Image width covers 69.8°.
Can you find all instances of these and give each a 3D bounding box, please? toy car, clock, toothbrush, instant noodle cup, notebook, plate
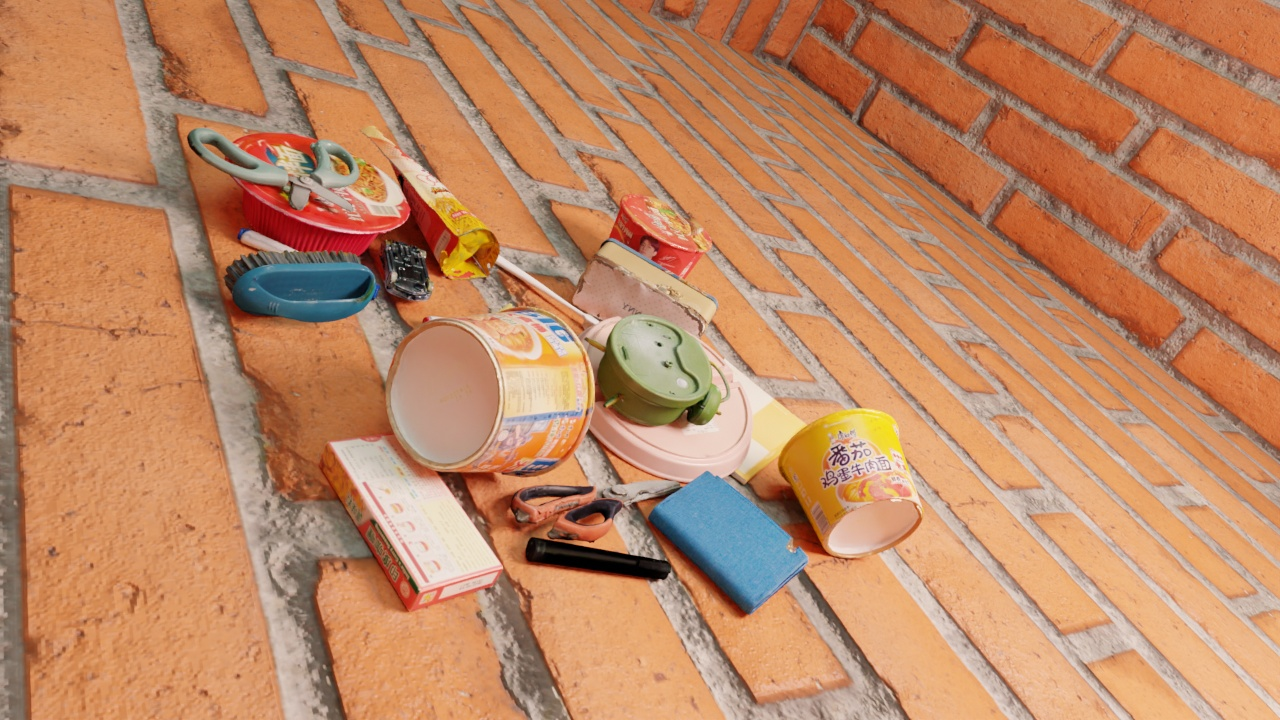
[{"bbox_3d":[-0.255,-0.095,0.992,0.049,0.031,0.105,12,31,-30],"label":"toy car"},{"bbox_3d":[0.026,0.014,0.959,0.161,0.056,0.116,7,47,-28],"label":"clock"},{"bbox_3d":[-0.121,-0.085,1.125,0.180,0.016,0.016,34,26,13],"label":"toothbrush"},{"bbox_3d":[0.228,0.135,0.972,0.138,0.138,0.109,13,40,-29],"label":"instant noodle cup"},{"bbox_3d":[0.110,0.067,1.095,0.146,0.010,0.205,39,29,17],"label":"notebook"},{"bbox_3d":[-0.130,0.027,0.761,0.151,0.151,0.111,42,18,22],"label":"instant noodle cup"},{"bbox_3d":[0.012,-0.145,1.246,0.138,0.109,0.137,23,28,-13],"label":"instant noodle cup"},{"bbox_3d":[-0.350,-0.169,0.988,0.193,0.066,0.193,22,29,-13],"label":"instant noodle cup"},{"bbox_3d":[0.028,0.033,1.008,0.229,0.028,0.229,19,41,-18],"label":"plate"}]

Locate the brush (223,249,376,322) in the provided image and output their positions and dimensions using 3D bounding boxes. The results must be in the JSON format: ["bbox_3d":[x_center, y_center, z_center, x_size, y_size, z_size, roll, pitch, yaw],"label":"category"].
[{"bbox_3d":[-0.311,-0.065,0.864,0.073,0.055,0.143,44,30,26],"label":"brush"}]

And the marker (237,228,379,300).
[{"bbox_3d":[-0.338,-0.099,0.936,0.145,0.017,0.016,24,28,-11],"label":"marker"}]

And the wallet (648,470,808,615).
[{"bbox_3d":[0.085,0.170,0.872,0.133,0.040,0.106,42,38,21],"label":"wallet"}]

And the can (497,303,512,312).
[{"bbox_3d":[-0.127,-0.003,0.936,0.083,0.057,0.101,34,28,2],"label":"can"}]

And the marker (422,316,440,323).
[{"bbox_3d":[-0.167,-0.034,0.992,0.145,0.017,0.017,5,37,-39],"label":"marker"}]

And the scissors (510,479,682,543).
[{"bbox_3d":[-0.019,0.133,0.839,0.209,0.015,0.182,12,15,-17],"label":"scissors"}]

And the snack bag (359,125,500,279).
[{"bbox_3d":[-0.251,-0.187,1.095,0.208,0.073,0.128,50,-3,27],"label":"snack bag"}]

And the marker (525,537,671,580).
[{"bbox_3d":[-0.034,0.169,0.776,0.132,0.022,0.020,16,73,-26],"label":"marker"}]

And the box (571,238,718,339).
[{"bbox_3d":[0.000,-0.075,1.141,0.184,0.090,0.063,34,34,4],"label":"box"}]

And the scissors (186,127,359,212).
[{"bbox_3d":[-0.368,-0.205,0.943,0.170,0.019,0.174,23,30,-16],"label":"scissors"}]

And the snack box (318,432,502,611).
[{"bbox_3d":[-0.180,0.119,0.714,0.076,0.027,0.156,-4,43,-48],"label":"snack box"}]
